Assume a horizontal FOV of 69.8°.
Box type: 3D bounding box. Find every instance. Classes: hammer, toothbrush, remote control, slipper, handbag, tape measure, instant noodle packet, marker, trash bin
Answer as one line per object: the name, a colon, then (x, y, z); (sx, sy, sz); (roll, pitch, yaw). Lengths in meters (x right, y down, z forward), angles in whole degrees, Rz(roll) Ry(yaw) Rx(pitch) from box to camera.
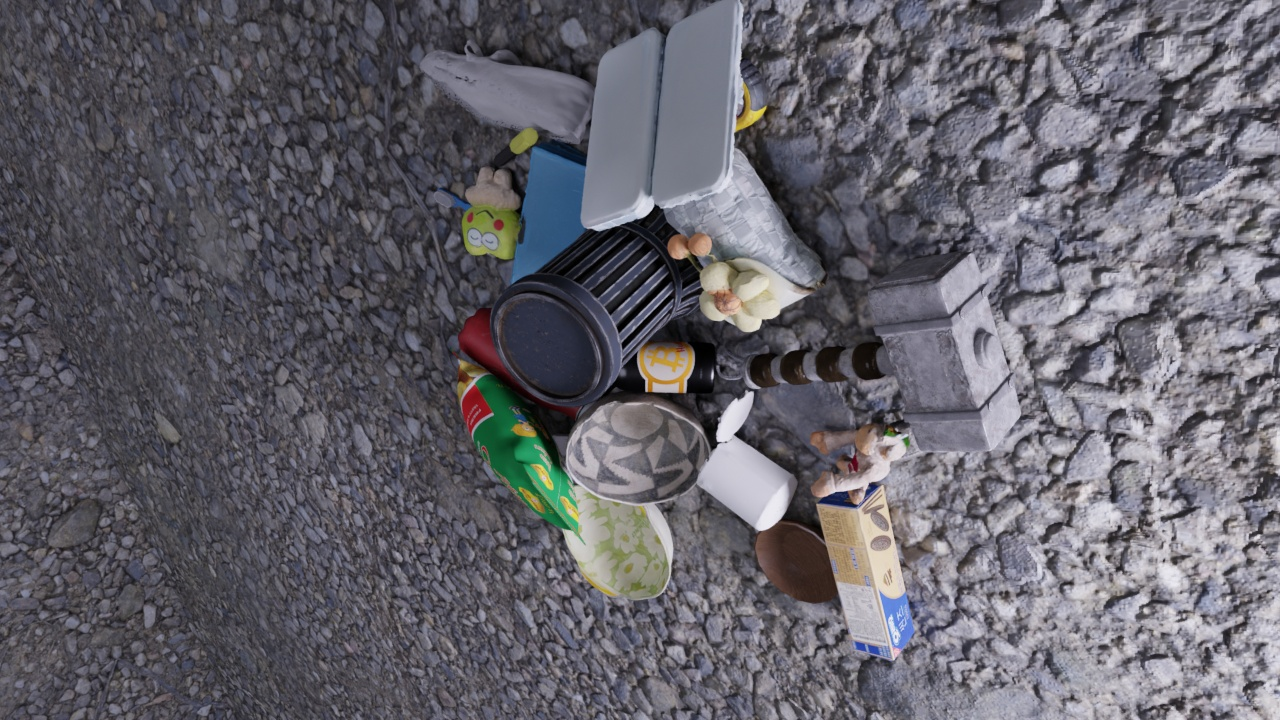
hammer: (0.206, 0.004, 0.937); (0.327, 0.079, 0.177); (-7, 111, 47)
toothbrush: (-0.207, -0.187, 1.200); (0.167, 0.014, 0.016); (29, 131, 22)
remote control: (-0.069, 0.119, 1.271); (0.131, 0.012, 0.033); (0, 117, 40)
slipper: (-0.154, -0.311, 1.041); (0.247, 0.074, 0.112); (23, 159, 30)
handbag: (0.089, -0.116, 0.921); (0.171, 0.123, 0.113); (54, 142, -8)
tape measure: (0.092, -0.259, 0.892); (0.064, 0.037, 0.065); (-27, 98, 46)
instant noodle packet: (-0.162, 0.115, 1.216); (0.252, 0.090, 0.196); (51, 173, 36)
marker: (-0.150, -0.248, 1.081); (0.017, 0.021, 0.124); (30, 166, -21)
trash bin: (-0.040, -0.066, 0.967); (0.164, 0.226, 0.164); (16, 127, 22)

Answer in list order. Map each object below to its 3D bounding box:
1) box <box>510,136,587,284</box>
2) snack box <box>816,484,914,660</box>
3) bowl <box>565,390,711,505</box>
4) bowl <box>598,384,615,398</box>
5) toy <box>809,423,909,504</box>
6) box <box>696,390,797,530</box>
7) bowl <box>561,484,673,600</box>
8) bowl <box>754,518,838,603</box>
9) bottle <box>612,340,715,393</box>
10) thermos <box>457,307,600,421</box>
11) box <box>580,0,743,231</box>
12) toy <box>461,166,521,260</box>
box: (-0.101, -0.153, 1.122); (0.093, 0.052, 0.232); (22, 130, 8)
snack box: (0.258, 0.238, 1.044); (0.056, 0.057, 0.207); (2, 116, 43)
bowl: (-0.003, 0.094, 1.138); (0.178, 0.081, 0.179); (2, 130, 2)
bowl: (-0.063, -0.006, 1.144); (0.120, 0.066, 0.120); (-4, 81, 28)
toy: (0.235, 0.103, 0.966); (0.074, 0.085, 0.106); (41, 128, -17)
box: (0.133, 0.117, 1.058); (0.106, 0.080, 0.151); (34, 136, 21)
bowl: (-0.023, 0.237, 1.272); (0.188, 0.060, 0.220); (34, 133, 19)
bowl: (0.196, 0.237, 1.111); (0.118, 0.030, 0.118); (20, 127, 30)
bottle: (-0.006, 0.006, 1.057); (0.181, 0.059, 0.059); (2, 122, 2)
thermos: (-0.137, 0.018, 1.224); (0.240, 0.073, 0.073); (35, 133, 18)
box: (0.018, -0.236, 0.890); (0.189, 0.037, 0.208); (-9, 69, 46)
toy: (-0.186, -0.186, 1.156); (0.092, 0.046, 0.115); (13, 106, 27)
